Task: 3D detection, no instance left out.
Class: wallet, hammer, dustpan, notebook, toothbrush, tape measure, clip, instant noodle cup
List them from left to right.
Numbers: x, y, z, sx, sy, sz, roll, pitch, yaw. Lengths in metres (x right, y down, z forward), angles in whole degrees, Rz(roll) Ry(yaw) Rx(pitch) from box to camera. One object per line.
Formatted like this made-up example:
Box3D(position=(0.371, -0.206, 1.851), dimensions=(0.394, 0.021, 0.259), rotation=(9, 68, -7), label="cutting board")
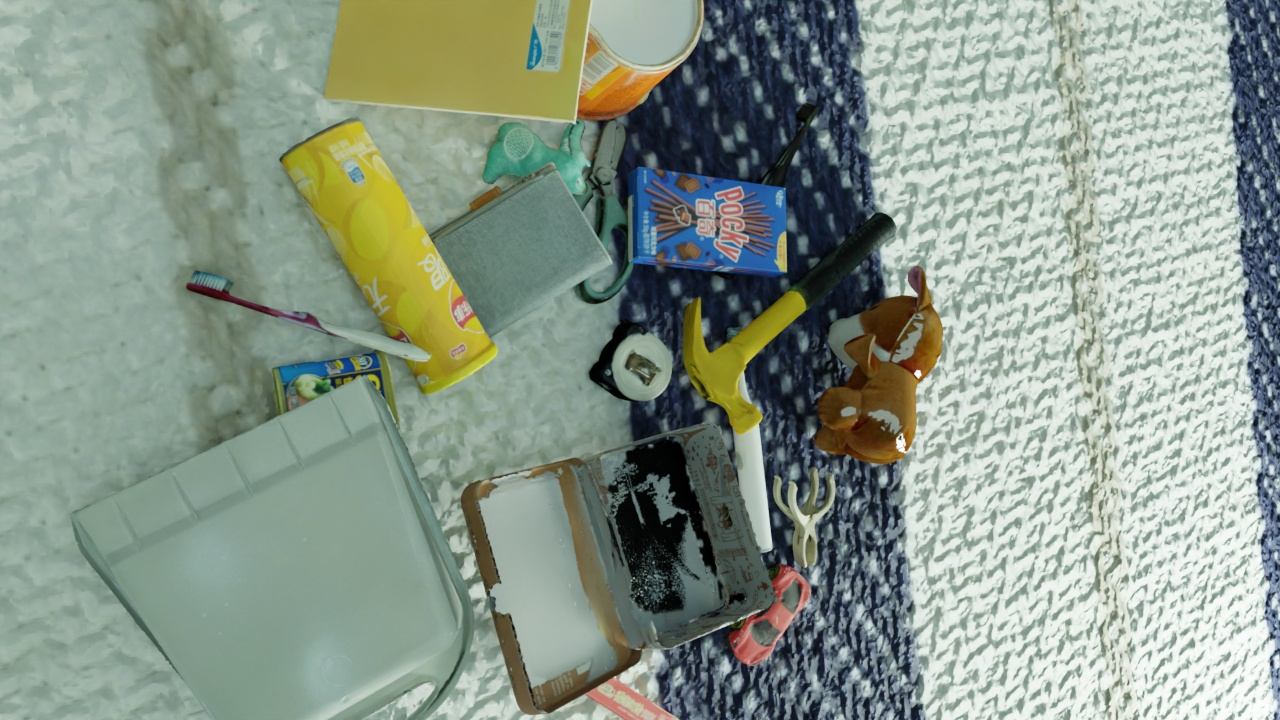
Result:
Box3D(position=(-0.249, -0.033, 0.696), dimensions=(0.187, 0.016, 0.017), rotation=(17, 70, -5), label="toothbrush")
Box3D(position=(-0.246, 0.184, 0.700), dimensions=(0.222, 0.143, 0.257), rotation=(-27, 84, -16), label="dustpan")
Box3D(position=(-0.141, -0.264, 0.719), dimensions=(0.206, 0.010, 0.146), rotation=(7, 86, 9), label="notebook")
Box3D(position=(-0.106, -0.095, 0.780), dimensions=(0.129, 0.037, 0.106), rotation=(-32, 104, -4), label="wallet")
Box3D(position=(-0.023, -0.293, 0.789), dimensions=(0.151, 0.112, 0.151), rotation=(0, 90, -27), label="instant noodle cup")
Box3D(position=(-0.005, 0.005, 0.845), dimensions=(0.066, 0.034, 0.065), rotation=(34, 77, -23), label="tape measure")
Box3D(position=(0.105, 0.077, 0.902), dimensions=(0.026, 0.027, 0.221), rotation=(-4, 86, -35), label="toothbrush")
Box3D(position=(0.129, -0.174, 0.918), dimensions=(0.027, 0.026, 0.212), rotation=(24, 74, 18), label="toothbrush")
Box3D(position=(0.158, 0.154, 0.931), dimensions=(0.096, 0.035, 0.101), rotation=(23, 88, -30), label="clip")
Box3D(position=(0.157, -0.062, 0.918), dimensions=(0.300, 0.033, 0.129), rotation=(-39, 93, -26), label="hammer")

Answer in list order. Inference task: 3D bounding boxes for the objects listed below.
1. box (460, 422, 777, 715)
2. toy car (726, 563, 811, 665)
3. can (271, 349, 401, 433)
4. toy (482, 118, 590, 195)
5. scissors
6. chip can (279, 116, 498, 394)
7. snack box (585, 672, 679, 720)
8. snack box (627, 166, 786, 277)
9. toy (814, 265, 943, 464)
Box3D(position=(-0.023, 0.162, 0.766), dimensions=(0.260, 0.103, 0.178), rotation=(-14, 82, -33), label="box")
Box3D(position=(0.129, 0.256, 0.918), dimensions=(0.049, 0.031, 0.106), rotation=(47, 73, -19), label="toy car")
Box3D(position=(-0.235, 0.047, 0.713), dimensions=(0.083, 0.057, 0.102), rotation=(-10, 95, -25), label="can")
Box3D(position=(-0.084, -0.179, 0.800), dimensions=(0.092, 0.030, 0.096), rotation=(21, 67, -13), label="toy")
Box3D(position=(-0.027, -0.131, 0.841), dimensions=(0.129, 0.019, 0.185), rotation=(40, 75, -22), label="scissors")
Box3D(position=(-0.195, -0.080, 0.725), dimensions=(0.072, 0.072, 0.213), rotation=(-34, 104, -23), label="chip can")
Box3D(position=(-0.029, 0.292, 0.810), dimensions=(0.153, 0.075, 0.025), rotation=(40, 72, -22), label="snack box")
Box3D(position=(0.065, -0.127, 0.857), dimensions=(0.157, 0.026, 0.084), rotation=(3, 82, -23), label="snack box")
Box3D(position=(0.243, 0.007, 0.938), dimensions=(0.130, 0.140, 0.199), rotation=(28, 71, 18), label="toy")
